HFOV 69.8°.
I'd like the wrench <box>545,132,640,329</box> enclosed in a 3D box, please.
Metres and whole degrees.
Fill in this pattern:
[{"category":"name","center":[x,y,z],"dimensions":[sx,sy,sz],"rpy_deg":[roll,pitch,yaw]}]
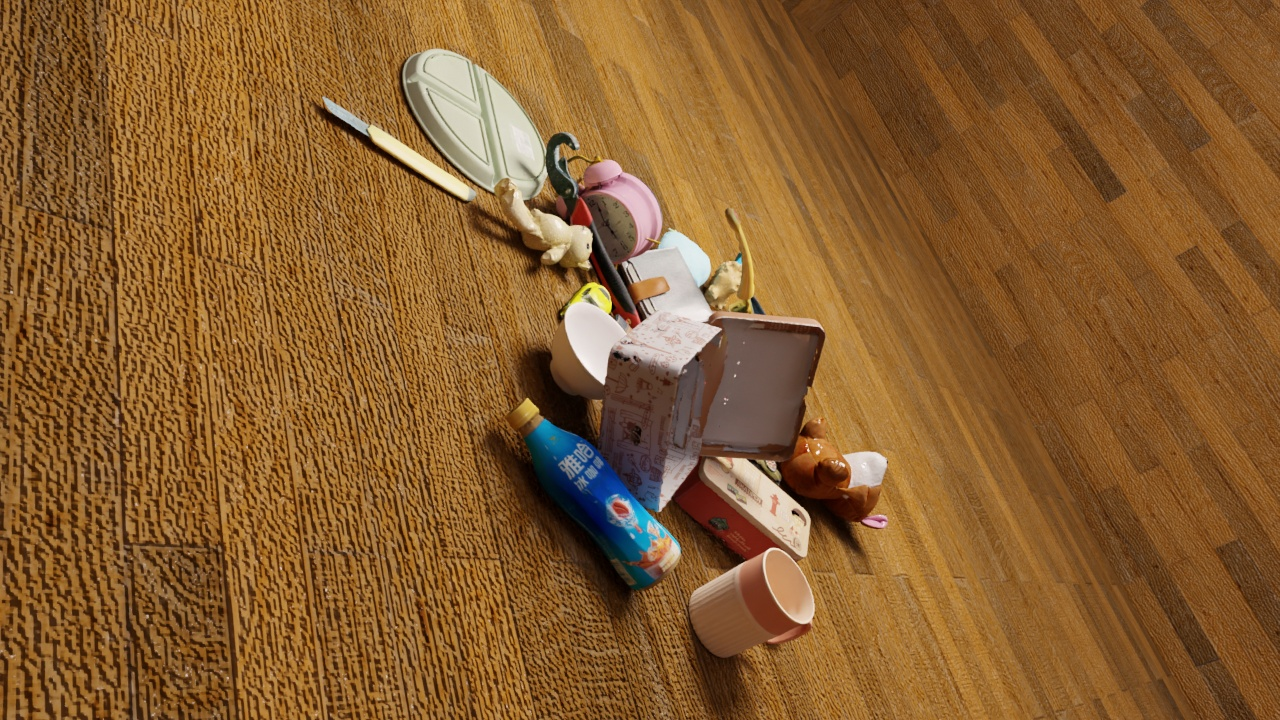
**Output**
[{"category":"wrench","center":[-0.060,-0.157,1.166],"dimensions":[0.016,0.056,0.273],"rpy_deg":[-27,97,-55]}]

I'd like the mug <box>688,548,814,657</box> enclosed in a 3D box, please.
[{"category":"mug","center":[0.126,0.265,0.972],"dimensions":[0.114,0.106,0.081],"rpy_deg":[39,33,-28]}]

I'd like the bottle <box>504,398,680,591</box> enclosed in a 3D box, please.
[{"category":"bottle","center":[-0.050,0.127,0.896],"dimensions":[0.218,0.065,0.065],"rpy_deg":[50,29,-8]}]

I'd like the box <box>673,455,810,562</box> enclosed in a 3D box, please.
[{"category":"box","center":[0.117,0.179,1.100],"dimensions":[0.168,0.076,0.091],"rpy_deg":[41,32,-11]}]

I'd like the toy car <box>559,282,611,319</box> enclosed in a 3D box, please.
[{"category":"toy car","center":[-0.062,-0.063,1.117],"dimensions":[0.048,0.032,0.105],"rpy_deg":[50,30,-10]}]

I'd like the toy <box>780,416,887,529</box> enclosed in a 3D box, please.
[{"category":"toy","center":[0.292,0.165,1.331],"dimensions":[0.199,0.131,0.140],"rpy_deg":[44,23,-39]}]

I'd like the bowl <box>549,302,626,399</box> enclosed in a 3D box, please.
[{"category":"bowl","center":[-0.061,0.002,1.014],"dimensions":[0.118,0.065,0.118],"rpy_deg":[37,32,-29]}]

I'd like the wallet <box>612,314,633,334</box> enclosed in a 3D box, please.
[{"category":"wallet","center":[-0.007,0.007,1.130],"dimensions":[0.115,0.033,0.090],"rpy_deg":[50,28,-17]}]

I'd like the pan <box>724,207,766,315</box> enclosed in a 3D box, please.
[{"category":"pan","center":[0.167,-0.064,1.314],"dimensions":[0.357,0.078,0.197],"rpy_deg":[56,16,-35]}]

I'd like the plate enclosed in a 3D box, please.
[{"category":"plate","center":[-0.202,-0.305,1.169],"dimensions":[0.230,0.028,0.229],"rpy_deg":[37,34,-30]}]

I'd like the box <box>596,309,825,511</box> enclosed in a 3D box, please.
[{"category":"box","center":[0.066,0.042,0.987],"dimensions":[0.270,0.180,0.134],"rpy_deg":[-12,34,-35]}]

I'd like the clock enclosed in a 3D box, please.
[{"category":"clock","center":[-0.047,-0.197,1.200],"dimensions":[0.158,0.117,0.059],"rpy_deg":[53,40,-7]}]

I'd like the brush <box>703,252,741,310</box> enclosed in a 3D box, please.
[{"category":"brush","center":[0.146,-0.141,1.486],"dimensions":[0.046,0.083,0.254],"rpy_deg":[31,21,3]}]

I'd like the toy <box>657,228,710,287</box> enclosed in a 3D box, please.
[{"category":"toy","center":[0.061,-0.132,1.359],"dimensions":[0.161,0.050,0.156],"rpy_deg":[0,69,-52]}]

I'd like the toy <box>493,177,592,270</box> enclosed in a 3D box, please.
[{"category":"toy","center":[-0.116,-0.163,1.105],"dimensions":[0.157,0.066,0.105],"rpy_deg":[36,16,-44]}]

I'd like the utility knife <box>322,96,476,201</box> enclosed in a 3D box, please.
[{"category":"utility knife","center":[-0.259,-0.229,1.009],"dimensions":[0.204,0.021,0.031],"rpy_deg":[36,30,-43]}]

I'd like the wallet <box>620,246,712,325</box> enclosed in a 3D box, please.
[{"category":"wallet","center":[0.034,-0.098,1.259],"dimensions":[0.106,0.037,0.129],"rpy_deg":[-12,64,-29]}]

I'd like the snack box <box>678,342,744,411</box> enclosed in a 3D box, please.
[{"category":"snack box","center":[0.120,0.040,1.212],"dimensions":[0.075,0.026,0.152],"rpy_deg":[48,59,-8]}]

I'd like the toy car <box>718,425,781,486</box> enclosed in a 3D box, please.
[{"category":"toy car","center":[0.113,0.119,1.147],"dimensions":[0.158,0.070,0.042],"rpy_deg":[44,35,-17]}]

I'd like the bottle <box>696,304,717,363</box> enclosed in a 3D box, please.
[{"category":"bottle","center":[0.114,0.009,1.281],"dimensions":[0.057,0.058,0.174],"rpy_deg":[5,55,-55]}]
